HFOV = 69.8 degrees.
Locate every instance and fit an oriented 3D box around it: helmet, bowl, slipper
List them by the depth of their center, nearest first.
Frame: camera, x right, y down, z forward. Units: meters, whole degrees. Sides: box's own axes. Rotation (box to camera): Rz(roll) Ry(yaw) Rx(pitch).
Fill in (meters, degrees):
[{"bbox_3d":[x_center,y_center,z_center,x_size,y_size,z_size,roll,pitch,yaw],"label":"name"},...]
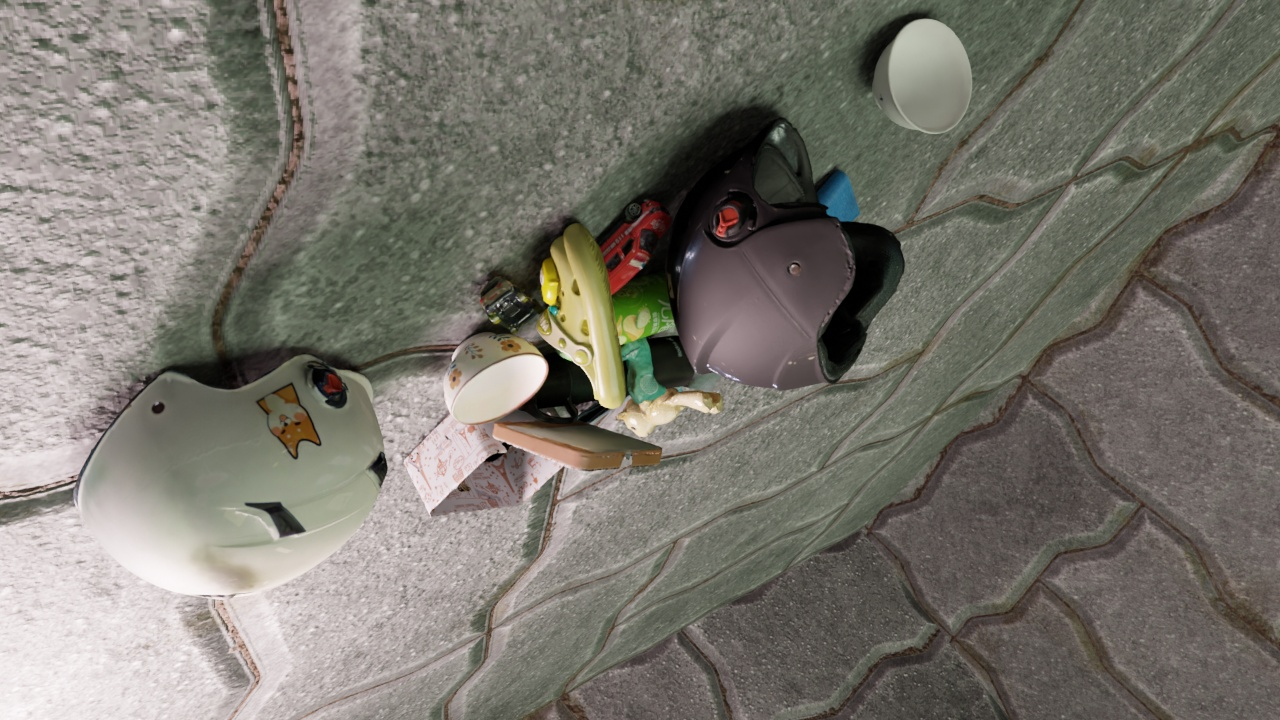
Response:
[{"bbox_3d":[-0.336,0.120,0.817,0.273,0.157,0.231,0,139,-53],"label":"helmet"},{"bbox_3d":[-0.063,-0.037,0.908,0.081,0.191,0.091,-13,-161,-1],"label":"slipper"},{"bbox_3d":[0.135,-0.100,0.955,0.231,0.274,0.233,-18,175,26],"label":"helmet"},{"bbox_3d":[-0.161,0.011,0.968,0.113,0.062,0.114,-30,154,-16],"label":"bowl"},{"bbox_3d":[0.288,-0.296,0.981,0.118,0.118,0.065,-24,-167,-26],"label":"bowl"}]

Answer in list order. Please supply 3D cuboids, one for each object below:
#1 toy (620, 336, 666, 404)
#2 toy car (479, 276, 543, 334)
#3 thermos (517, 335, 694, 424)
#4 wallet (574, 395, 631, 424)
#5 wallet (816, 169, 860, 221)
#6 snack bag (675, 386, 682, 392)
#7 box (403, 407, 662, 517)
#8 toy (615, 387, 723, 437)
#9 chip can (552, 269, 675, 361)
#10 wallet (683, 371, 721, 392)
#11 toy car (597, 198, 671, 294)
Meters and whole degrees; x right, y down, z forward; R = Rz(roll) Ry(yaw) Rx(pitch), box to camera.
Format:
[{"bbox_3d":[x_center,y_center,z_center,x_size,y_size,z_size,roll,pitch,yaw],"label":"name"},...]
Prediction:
[{"bbox_3d":[-0.006,0.006,1.072,0.030,0.092,0.096,-9,-176,36],"label":"toy"},{"bbox_3d":[-0.130,-0.056,0.920,0.042,0.035,0.090,-36,162,4],"label":"toy car"},{"bbox_3d":[-0.040,0.025,1.108,0.241,0.090,0.069,-10,154,-38],"label":"thermos"},{"bbox_3d":[-0.036,0.056,1.242,0.121,0.019,0.097,-34,175,1],"label":"wallet"},{"bbox_3d":[0.222,-0.165,1.163,0.133,0.040,0.106,-48,152,0],"label":"wallet"},{"bbox_3d":[0.046,0.039,1.342,0.045,0.026,0.105,-38,159,-16],"label":"snack bag"},{"bbox_3d":[-0.127,0.105,1.085,0.273,0.130,0.179,-14,170,31],"label":"box"},{"bbox_3d":[0.042,0.068,1.285,0.158,0.066,0.105,-14,173,35],"label":"toy"},{"bbox_3d":[-0.002,-0.059,1.038,0.220,0.072,0.073,-19,151,-33],"label":"chip can"},{"bbox_3d":[0.099,-0.018,1.288,0.106,0.037,0.130,16,114,-53],"label":"wallet"},{"bbox_3d":[-0.015,-0.115,0.954,0.121,0.045,0.052,-47,156,18],"label":"toy car"}]
